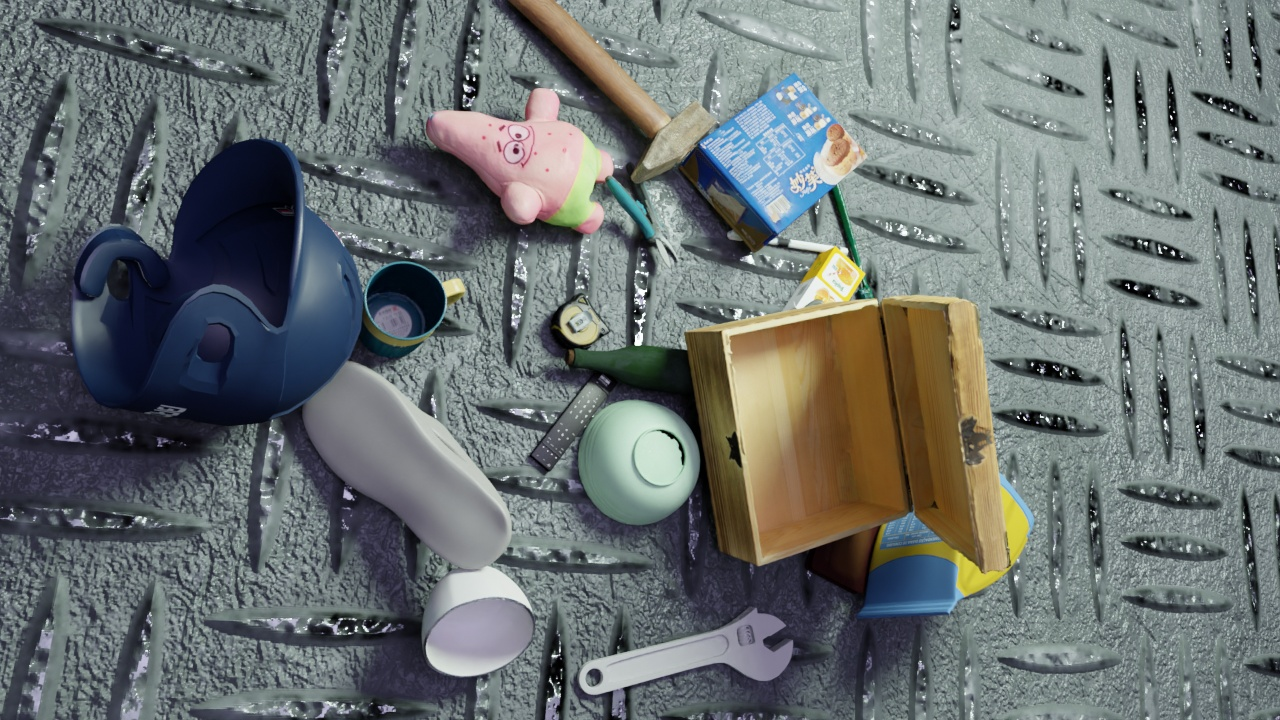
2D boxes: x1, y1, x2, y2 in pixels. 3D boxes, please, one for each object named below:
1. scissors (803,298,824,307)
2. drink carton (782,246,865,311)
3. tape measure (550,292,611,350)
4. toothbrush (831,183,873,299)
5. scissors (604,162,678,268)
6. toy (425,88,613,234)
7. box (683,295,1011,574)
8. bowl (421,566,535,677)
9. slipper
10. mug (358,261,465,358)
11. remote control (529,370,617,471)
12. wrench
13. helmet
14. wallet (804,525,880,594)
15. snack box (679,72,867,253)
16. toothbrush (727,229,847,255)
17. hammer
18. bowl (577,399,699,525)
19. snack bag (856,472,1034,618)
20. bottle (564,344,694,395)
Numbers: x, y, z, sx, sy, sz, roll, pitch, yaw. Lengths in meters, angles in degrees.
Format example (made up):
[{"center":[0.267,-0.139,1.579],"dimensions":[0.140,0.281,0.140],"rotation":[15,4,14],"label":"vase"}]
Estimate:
[{"center":[0.175,0.024,1.179],"dimensions":[0.216,0.016,0.225],"rotation":[10,88,-8],"label":"scissors"},{"center":[0.244,-0.087,1.236],"dimensions":[0.058,0.040,0.122],"rotation":[40,66,-11],"label":"drink carton"},{"center":[-0.074,-0.042,1.091],"dimensions":[0.061,0.034,0.061],"rotation":[-41,95,-23],"label":"tape measure"},{"center":[0.293,-0.168,1.289],"dimensions":[0.017,0.016,0.189],"rotation":[-13,84,-21],"label":"toothbrush"},{"center":[0.004,-0.191,1.155],"dimensions":[0.154,0.019,0.124],"rotation":[41,35,-39],"label":"scissors"},{"center":[-0.135,-0.236,1.070],"dimensions":[0.236,0.097,0.191],"rotation":[19,62,-25],"label":"toy"},{"center":[0.264,0.073,1.020],"dimensions":[0.283,0.324,0.279],"rotation":[-12,95,-27],"label":"box"},{"center":[-0.171,0.263,0.945],"dimensions":[0.116,0.065,0.116],"rotation":[-11,126,-16],"label":"bowl"},{"center":[-0.235,0.106,0.966],"dimensions":[0.266,0.080,0.113],"rotation":[40,102,5],"label":"slipper"},{"center":[-0.244,-0.055,0.980],"dimensions":[0.113,0.107,0.083],"rotation":[-24,87,-26],"label":"mug"},{"center":[-0.077,0.068,1.080],"dimensions":[0.030,0.009,0.139],"rotation":[42,66,-10],"label":"remote control"},{"center":[0.057,0.354,1.073],"dimensions":[0.272,0.018,0.086],"rotation":[-8,83,-23],"label":"wrench"},{"center":[-0.369,-0.071,0.860],"dimensions":[0.222,0.232,0.272],"rotation":[4,106,-52],"label":"helmet"},{"center":[0.269,0.234,1.192],"dimensions":[0.091,0.018,0.115],"rotation":[29,67,-15],"label":"wallet"},{"center":[0.178,-0.264,1.219],"dimensions":[0.202,0.069,0.155],"rotation":[-41,89,-26],"label":"snack box"},{"center":[0.203,-0.160,1.247],"dimensions":[0.186,0.017,0.012],"rotation":[5,75,-22],"label":"toothbrush"},{"center":[-0.053,-0.363,1.158],"dimensions":[0.301,0.037,0.157],"rotation":[44,52,-4],"label":"hammer"},{"center":[0.009,0.115,1.071],"dimensions":[0.150,0.077,0.150],"rotation":[5,78,-22],"label":"bowl"},{"center":[0.370,0.243,1.144],"dimensions":[0.102,0.159,0.204],"rotation":[50,57,-7],"label":"snack bag"},{"center":[-0.006,0.006,1.098],"dimensions":[0.174,0.055,0.055],"rotation":[8,76,-22],"label":"bottle"}]
